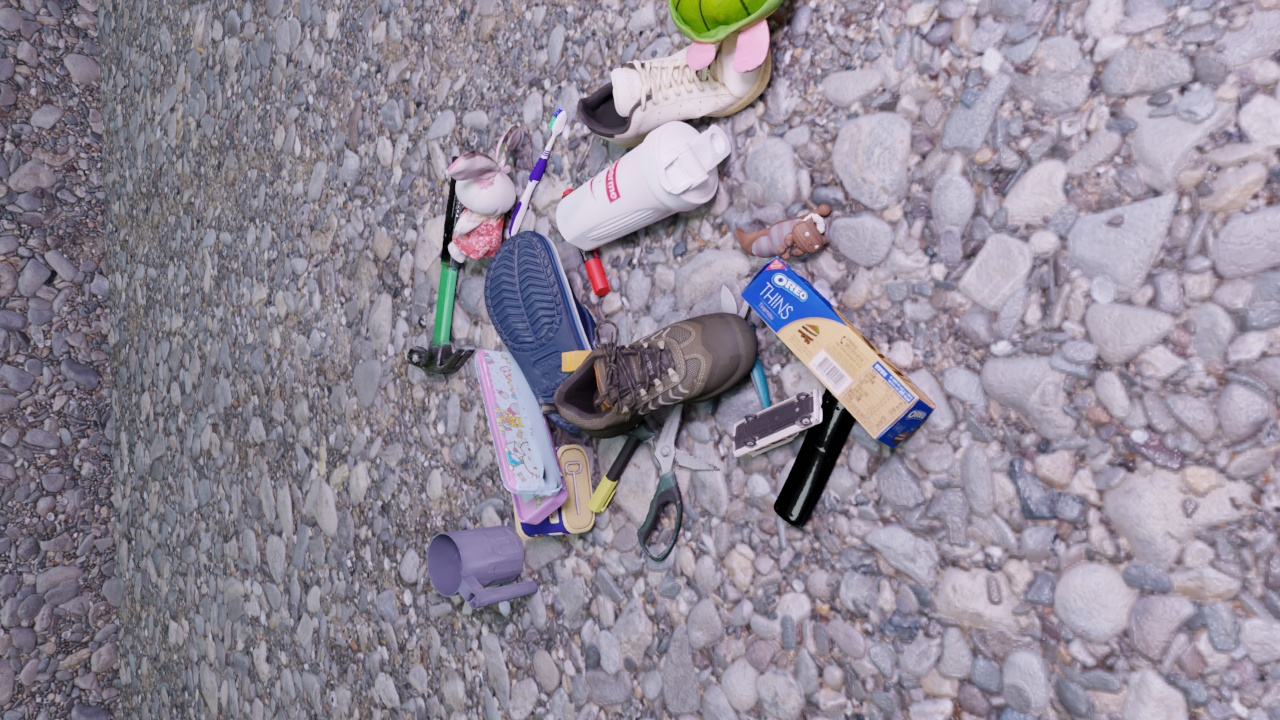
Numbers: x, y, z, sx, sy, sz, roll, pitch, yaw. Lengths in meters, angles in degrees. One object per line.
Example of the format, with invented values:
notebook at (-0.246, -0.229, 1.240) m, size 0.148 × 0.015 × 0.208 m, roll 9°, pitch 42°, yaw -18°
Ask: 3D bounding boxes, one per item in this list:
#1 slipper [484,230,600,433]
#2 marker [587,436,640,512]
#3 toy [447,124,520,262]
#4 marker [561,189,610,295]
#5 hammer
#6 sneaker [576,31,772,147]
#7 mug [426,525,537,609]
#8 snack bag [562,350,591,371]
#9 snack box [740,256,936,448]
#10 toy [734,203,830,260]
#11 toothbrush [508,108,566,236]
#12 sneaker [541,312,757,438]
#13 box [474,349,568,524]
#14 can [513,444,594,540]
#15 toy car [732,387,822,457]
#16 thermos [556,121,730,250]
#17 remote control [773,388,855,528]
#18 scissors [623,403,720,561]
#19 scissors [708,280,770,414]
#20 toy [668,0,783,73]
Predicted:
slipper at (-0.109, -0.034, 1.133) m, size 0.105 × 0.095 × 0.253 m, roll -18°, pitch 95°, yaw 25°
marker at (-0.028, 0.133, 1.109) m, size 0.021 × 0.017 × 0.124 m, roll 31°, pitch 114°, yaw 4°
toy at (-0.212, -0.214, 1.230) m, size 0.084 × 0.158 × 0.195 m, roll 28°, pitch 129°, yaw 8°
marker at (-0.069, -0.149, 1.142) m, size 0.023 × 0.021 × 0.145 m, roll 105°, pitch 147°, yaw -69°
hammer at (-0.278, -0.136, 1.339) m, size 0.130 × 0.032 × 0.319 m, roll 16°, pitch 101°, yaw 44°
sneaker at (0.025, -0.300, 0.995) m, size 0.242 × 0.102 × 0.089 m, roll -13°, pitch 80°, yaw 42°
mug at (-0.208, 0.277, 1.222) m, size 0.124 × 0.103 × 0.084 m, roll 37°, pitch 114°, yaw 37°
snack bag at (-0.044, 0.000, 1.078) m, size 0.020 × 0.099 × 0.026 m, roll 170°, pitch 97°, yaw -76°
snack box at (0.183, -0.012, 0.869) m, size 0.057 × 0.056 × 0.206 m, roll -47°, pitch 58°, yaw 14°
toy at (0.144, -0.123, 0.923) m, size 0.102 × 0.041 × 0.054 m, roll -19°, pitch 43°, yaw 35°
toothbrush at (-0.138, -0.246, 1.214) m, size 0.016 × 0.015 × 0.187 m, roll 48°, pitch 122°, yaw 36°
sneaker at (-0.005, 0.006, 0.959) m, size 0.238 × 0.142 × 0.101 m, roll -28°, pitch 68°, yaw 26°
box at (-0.161, 0.087, 1.119) m, size 0.089 × 0.092 × 0.214 m, roll -41°, pitch 50°, yaw 25°
can at (-0.111, 0.166, 1.162) m, size 0.092 × 0.056 × 0.116 m, roll -14°, pitch 81°, yaw 42°
toy car at (0.142, 0.067, 0.930) m, size 0.113 × 0.039 × 0.039 m, roll -28°, pitch 44°, yaw 40°
thermos at (-0.003, -0.189, 1.033) m, size 0.221 × 0.099 × 0.099 m, roll -21°, pitch 76°, yaw 46°
remote control at (0.173, 0.094, 0.911) m, size 0.041 × 0.020 × 0.152 m, roll 34°, pitch 111°, yaw 40°
scissors at (-0.006, 0.120, 1.060) m, size 0.202 × 0.015 × 0.202 m, roll 23°, pitch 107°, yaw 25°
scissors at (0.106, -0.002, 0.977) m, size 0.124 × 0.019 × 0.156 m, roll 40°, pitch 118°, yaw 35°
toy at (0.094, -0.398, 0.927) m, size 0.190 × 0.087 × 0.238 m, roll -1°, pitch 74°, yaw 31°
